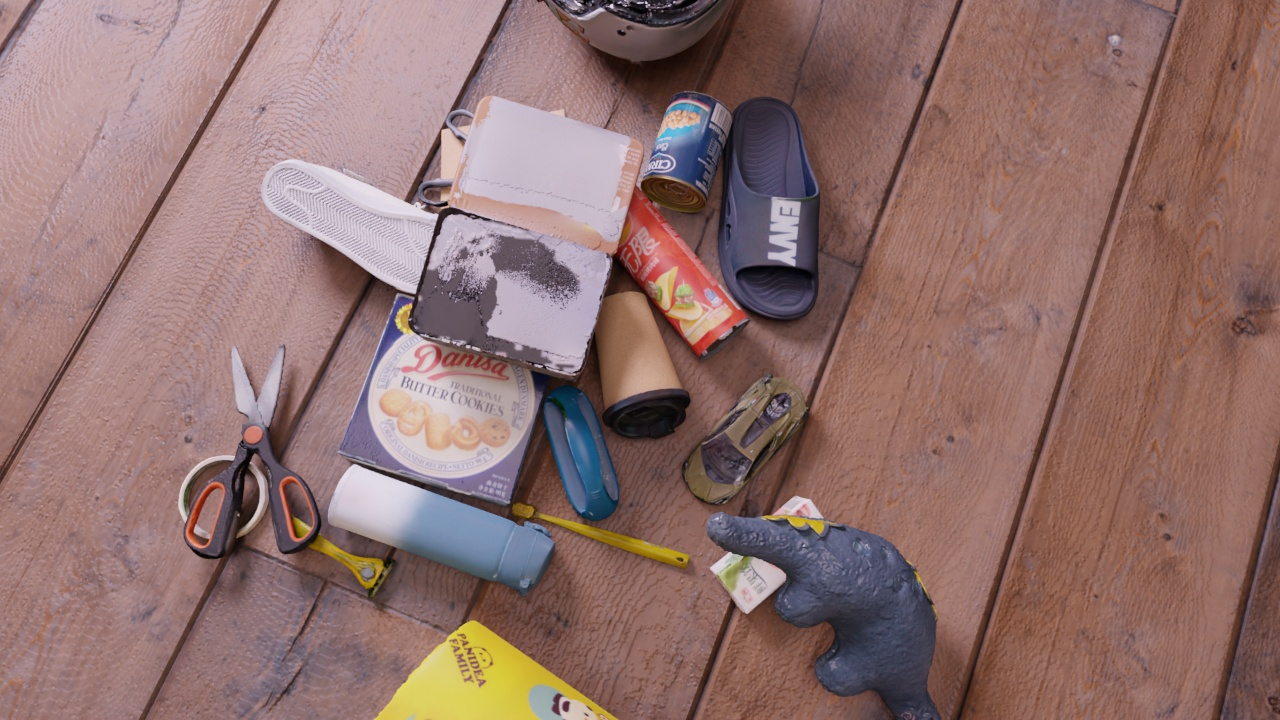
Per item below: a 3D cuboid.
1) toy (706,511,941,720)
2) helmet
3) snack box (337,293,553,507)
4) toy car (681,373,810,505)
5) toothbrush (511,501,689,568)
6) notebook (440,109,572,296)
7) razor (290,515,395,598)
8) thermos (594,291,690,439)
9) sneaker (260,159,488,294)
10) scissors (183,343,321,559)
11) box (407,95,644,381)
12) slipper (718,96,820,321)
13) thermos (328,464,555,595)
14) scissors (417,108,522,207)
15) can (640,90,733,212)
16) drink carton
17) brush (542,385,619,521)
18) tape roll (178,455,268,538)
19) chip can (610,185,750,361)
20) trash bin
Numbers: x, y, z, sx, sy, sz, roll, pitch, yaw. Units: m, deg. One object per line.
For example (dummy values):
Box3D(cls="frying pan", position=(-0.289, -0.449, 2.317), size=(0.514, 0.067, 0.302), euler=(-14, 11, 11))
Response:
Box3D(cls="toy", position=(0.210, 0.243, 0.881), size=(0.137, 0.091, 0.356), euler=(-43, 103, -16))
Box3D(cls="helmet", position=(-0.014, -0.439, 1.015), size=(0.274, 0.157, 0.230), euler=(42, 80, 18))
Box3D(cls="snack box", position=(-0.194, 0.040, 0.952), size=(0.178, 0.046, 0.182), euler=(16, 77, 0))
Box3D(cls="toy car", position=(0.110, 0.084, 0.961), size=(0.070, 0.042, 0.158), euler=(42, 81, 7))
Box3D(cls="toothbrush", position=(-0.042, 0.179, 0.942), size=(0.190, 0.017, 0.015), euler=(17, 77, 1))
Box3D(cls="notebook", position=(-0.149, -0.164, 1.000), size=(0.150, 0.012, 0.211), euler=(-5, 77, 13))
Box3D(cls="razor", position=(-0.314, 0.188, 0.924), size=(0.132, 0.028, 0.043), euler=(29, 81, 6))
Box3D(cls="thermos", position=(-0.006, 0.006, 0.952), size=(0.093, 0.093, 0.143), euler=(-13, 69, -6))
Box3D(cls="sneaker", position=(-0.274, -0.137, 0.975), size=(0.242, 0.090, 0.089), euler=(25, 98, -8))
Box3D(cls="scissors", position=(-0.380, 0.097, 0.928), size=(0.204, 0.022, 0.224), euler=(28, 74, 6))
Box3D(cls="box", position=(-0.109, -0.125, 0.911), size=(0.177, 0.082, 0.260), euler=(16, 83, -5))
Box3D(cls="slipper", position=(0.141, -0.177, 1.001), size=(0.110, 0.083, 0.267), euler=(-1, 76, -1))
Box3D(cls="thermos", position=(-0.195, 0.168, 0.914), size=(0.220, 0.070, 0.070), euler=(19, 77, 1))
Box3D(cls="scissors", position=(-0.166, -0.205, 0.999), size=(0.159, 0.014, 0.181), euler=(-37, 72, 6))
Box3D(cls="can", position=(0.052, -0.230, 1.010), size=(0.075, 0.075, 0.111), euler=(18, 76, 1))
Box3D(cls="drink carton", position=(0.134, 0.196, 0.932), size=(0.122, 0.045, 0.053), euler=(-38, 94, -8))
Box3D(cls="brush", position=(-0.060, 0.092, 0.932), size=(0.055, 0.074, 0.143), euler=(-16, 78, -11))
Box3D(cls="tape roll", position=(-0.424, 0.140, 0.934), size=(0.086, 0.014, 0.085), euler=(1, 77, -3))
Box3D(cls="chip can", position=(0.024, -0.103, 0.982), size=(0.073, 0.073, 0.216), euler=(-39, 82, -10))
Box3D(cls="trash bin", position=(-0.106, 0.379, 0.796), size=(0.255, 0.230, 0.229), euler=(36, 78, 11))
